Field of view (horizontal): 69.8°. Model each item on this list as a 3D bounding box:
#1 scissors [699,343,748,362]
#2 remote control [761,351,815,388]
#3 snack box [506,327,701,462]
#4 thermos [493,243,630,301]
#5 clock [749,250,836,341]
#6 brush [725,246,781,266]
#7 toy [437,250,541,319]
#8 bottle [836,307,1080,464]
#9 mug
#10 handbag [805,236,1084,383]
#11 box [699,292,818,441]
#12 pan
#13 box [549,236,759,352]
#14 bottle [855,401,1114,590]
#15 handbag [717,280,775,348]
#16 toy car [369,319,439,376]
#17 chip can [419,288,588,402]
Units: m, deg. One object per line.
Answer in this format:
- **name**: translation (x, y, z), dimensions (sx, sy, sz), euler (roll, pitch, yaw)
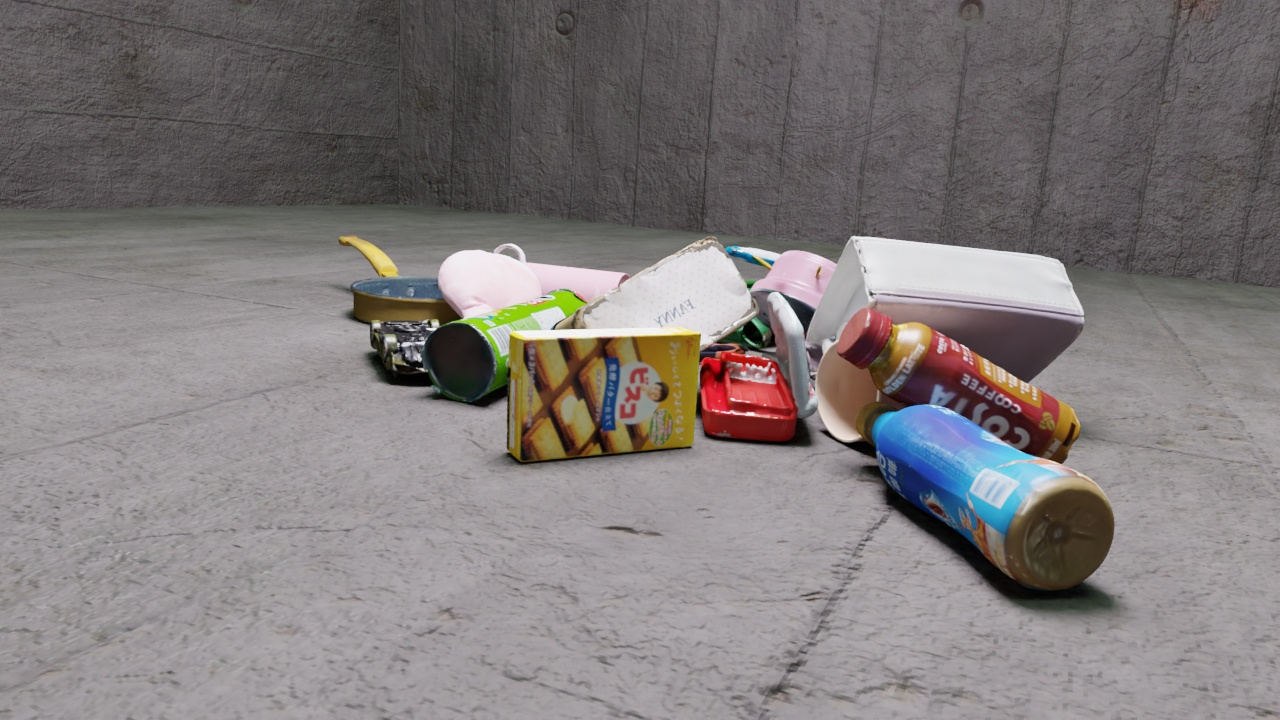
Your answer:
- **scissors**: translation (0.018, -0.009, 0.982), dimensions (0.222, 0.015, 0.189), euler (-7, 16, -43)
- **remote control**: translation (0.179, 0.013, 0.921), dimensions (0.056, 0.019, 0.135), euler (-2, 13, -26)
- **snack box**: translation (-0.025, 0.022, 0.654), dimensions (0.140, 0.087, 0.034), euler (-3, 13, -29)
- **thermos**: translation (-0.112, -0.104, 1.222), dimensions (0.199, 0.087, 0.067), euler (10, 12, 20)
- **clock**: translation (0.182, -0.048, 0.935), dimensions (0.117, 0.059, 0.158), euler (16, -21, 48)
- **brush**: translation (0.250, -0.068, 1.090), dimensions (0.314, 0.109, 0.060), euler (5, 13, -4)
- **toy**: translation (-0.166, -0.068, 1.033), dimensions (0.121, 0.054, 0.159), euler (7, 38, -21)
- **bottle**: translation (0.224, 0.020, 0.655), dimensions (0.175, 0.057, 0.057), euler (28, 10, -8)
- **mug**: translation (0.201, 0.023, 0.746), dimensions (0.105, 0.081, 0.115), euler (1, 1, -23)
- **handbag**: translation (0.261, -0.032, 0.817), dimensions (0.197, 0.145, 0.098), euler (6, 49, -10)
- **box**: translation (0.100, -0.005, 0.789), dimensions (0.095, 0.102, 0.201), euler (5, 12, 3)
- **pan**: translation (-0.310, -0.108, 1.198), dimensions (0.197, 0.078, 0.358), euler (-6, 16, -41)
- **box**: translation (0.009, -0.030, 0.775), dimensions (0.183, 0.090, 0.062), euler (-29, 1, -29)
- **bottle**: translation (0.192, 0.067, 0.564), dimensions (0.065, 0.065, 0.218), euler (1, 11, -12)
- **handbag**: translation (0.145, -0.052, 1.127), dimensions (0.131, 0.068, 0.120), euler (-5, 23, -41)
- **toy car**: translation (-0.216, -0.015, 0.874), dimensions (0.070, 0.042, 0.158), euler (-1, 14, -23)
- **chip can**: translation (-0.114, -0.020, 0.861), dimensions (0.072, 0.072, 0.235), euler (7, 13, 16)
